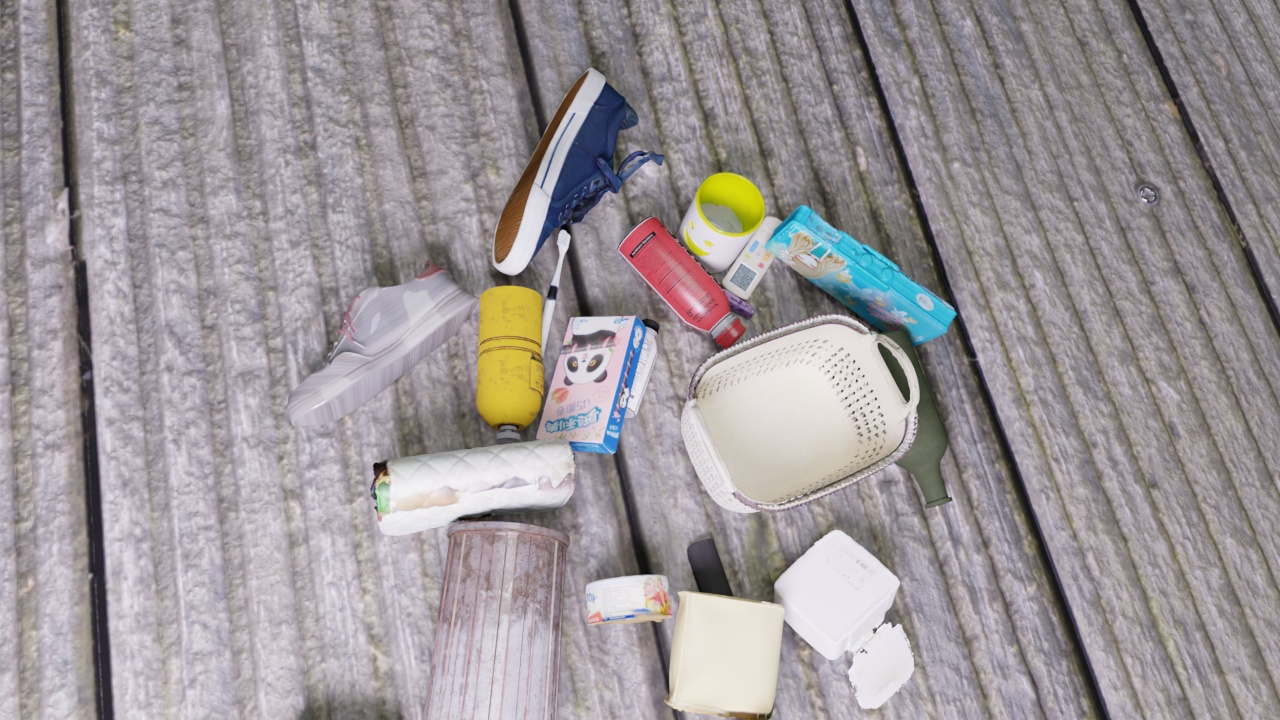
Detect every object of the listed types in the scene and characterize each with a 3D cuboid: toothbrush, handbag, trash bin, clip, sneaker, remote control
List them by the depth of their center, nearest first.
[{"bbox_3d":[-0.135,0.271,0.871,0.130,0.131,0.210,7,67,-10],"label":"trash bin"},{"bbox_3d":[-0.165,0.125,0.914,0.194,0.139,0.072,-7,79,-14],"label":"handbag"},{"bbox_3d":[0.085,0.298,0.927,0.111,0.081,0.119,8,75,0],"label":"handbag"},{"bbox_3d":[-0.285,-0.026,0.965,0.089,0.099,0.235,47,61,5],"label":"sneaker"},{"bbox_3d":[0.088,0.265,0.984,0.033,0.015,0.146,-15,74,-17],"label":"remote control"},{"bbox_3d":[-0.105,-0.069,1.062,0.012,0.017,0.186,1,67,21],"label":"toothbrush"},{"bbox_3d":[-0.072,-0.206,1.084,0.127,0.121,0.293,35,62,-20],"label":"sneaker"},{"bbox_3d":[0.115,-0.067,1.107,0.051,0.033,0.013,26,66,-3],"label":"clip"},{"bbox_3d":[0.144,-0.127,1.138,0.038,0.018,0.125,34,68,1],"label":"remote control"}]

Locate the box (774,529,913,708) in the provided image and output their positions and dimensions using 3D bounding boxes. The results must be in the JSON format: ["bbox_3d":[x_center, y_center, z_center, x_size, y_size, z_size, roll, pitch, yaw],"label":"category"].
[{"bbox_3d":[0.230,0.279,0.974,0.111,0.101,0.189,-35,76,-20],"label":"box"}]

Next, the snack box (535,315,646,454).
[{"bbox_3d":[-0.053,0.025,1.007,0.088,0.033,0.154,0,64,30],"label":"snack box"}]

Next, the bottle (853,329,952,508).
[{"bbox_3d":[0.313,0.070,1.075,0.071,0.072,0.206,-12,73,-16],"label":"bottle"}]

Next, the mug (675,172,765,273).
[{"bbox_3d":[0.093,-0.161,1.091,0.082,0.106,0.082,4,69,-11],"label":"mug"}]

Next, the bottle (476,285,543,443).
[{"bbox_3d":[-0.141,0.008,0.996,0.071,0.071,0.163,3,70,-12],"label":"bottle"}]

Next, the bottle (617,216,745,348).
[{"bbox_3d":[0.052,-0.087,1.079,0.062,0.062,0.176,-40,83,-22],"label":"bottle"}]

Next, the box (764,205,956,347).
[{"bbox_3d":[0.262,-0.099,1.103,0.227,0.094,0.039,34,70,-5],"label":"box"}]

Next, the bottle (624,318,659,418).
[{"bbox_3d":[-0.006,0.006,1.043,0.041,0.041,0.115,22,67,-4],"label":"bottle"}]

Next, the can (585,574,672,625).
[{"bbox_3d":[-0.012,0.244,0.931,0.086,0.086,0.043,-1,71,-13],"label":"can"}]

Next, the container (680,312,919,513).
[{"bbox_3d":[0.163,0.065,1.005,0.251,0.143,0.184,-20,77,-19],"label":"container"}]
